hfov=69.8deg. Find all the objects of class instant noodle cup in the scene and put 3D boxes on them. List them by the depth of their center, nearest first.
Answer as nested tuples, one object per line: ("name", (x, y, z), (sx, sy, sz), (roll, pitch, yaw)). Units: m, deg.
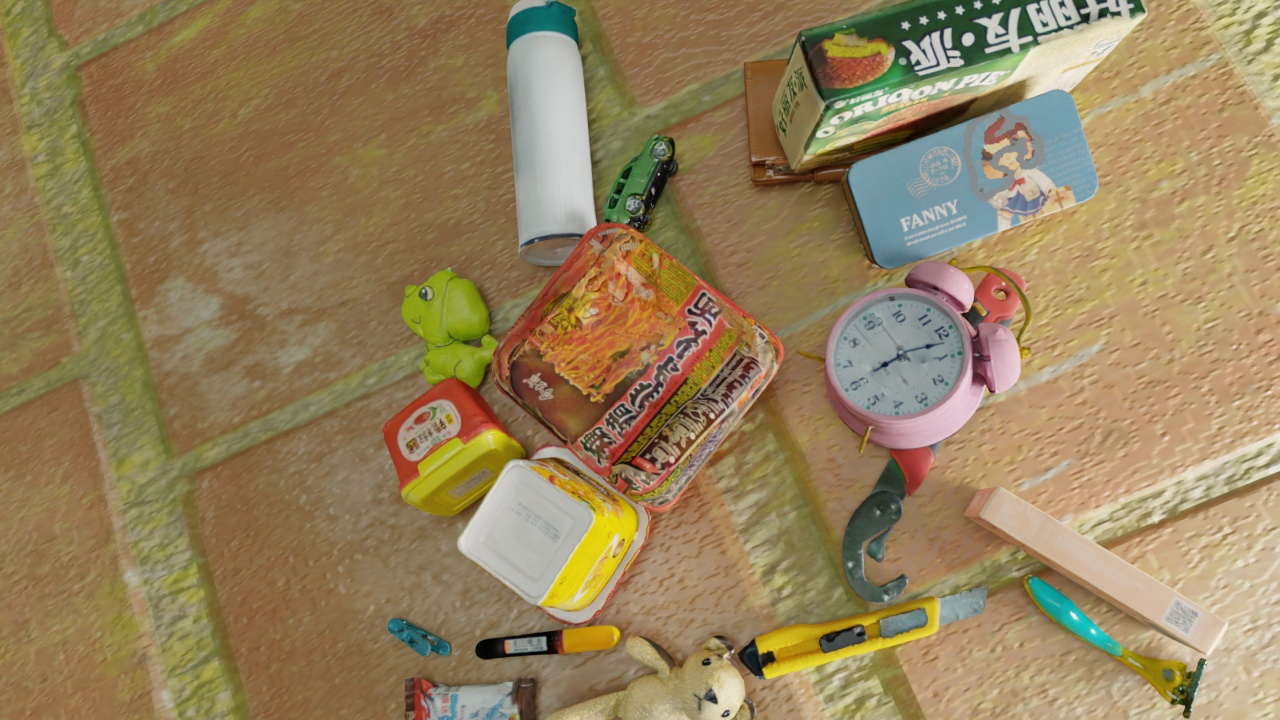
("instant noodle cup", (-0.067, 0.126, 0.675), (0.116, 0.123, 0.116), (32, 86, 15))
("instant noodle cup", (-0.004, 0.004, 0.710), (0.189, 0.079, 0.164), (39, 88, 14))

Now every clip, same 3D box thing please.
("clip", (-0.180, 0.221, 0.731), (0.055, 0.034, 0.013), (21, 82, 30))

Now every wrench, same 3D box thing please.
("wrench", (0.220, 0.052, 0.691), (0.056, 0.016, 0.273), (24, 84, 14))

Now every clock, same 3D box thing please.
("clock", (0.206, -0.008, 0.670), (0.158, 0.060, 0.117), (-33, 64, 9))

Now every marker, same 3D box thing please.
("marker", (-0.073, 0.218, 0.706), (0.124, 0.015, 0.018), (-12, 74, 20))

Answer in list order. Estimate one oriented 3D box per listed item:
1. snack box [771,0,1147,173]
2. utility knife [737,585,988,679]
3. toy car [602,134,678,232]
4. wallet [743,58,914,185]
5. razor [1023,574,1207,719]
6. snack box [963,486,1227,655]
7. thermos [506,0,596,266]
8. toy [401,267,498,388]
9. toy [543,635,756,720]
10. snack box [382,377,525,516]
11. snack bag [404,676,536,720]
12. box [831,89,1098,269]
("snack box", (0.223, -0.215, 0.670), (0.240, 0.114, 0.063), (-17, 80, -4))
("utility knife", (0.164, 0.197, 0.673), (0.190, 0.015, 0.033), (-18, 79, 7))
("toy car", (0.001, -0.144, 0.757), (0.036, 0.043, 0.091), (28, 85, 15))
("wallet", (0.152, -0.198, 0.744), (0.132, 0.031, 0.107), (-4, 79, 6))
("razor", (0.324, 0.191, 0.637), (0.132, 0.028, 0.043), (33, 63, 12))
("snack box", (0.301, 0.138, 0.623), (0.157, 0.084, 0.026), (32, 90, 15))
("thermos", (-0.078, -0.195, 0.772), (0.073, 0.073, 0.224), (-8, 77, 9))
("toy", (-0.158, -0.028, 0.771), (0.097, 0.031, 0.100), (7, 85, 12))
("toy", (0.003, 0.256, 0.666), (0.157, 0.066, 0.105), (-22, 81, -1))
("snack box", (-0.151, 0.068, 0.730), (0.091, 0.082, 0.080), (-36, 61, 1))
("snack bag", (-0.132, 0.268, 0.711), (0.104, 0.026, 0.048), (-1, 91, 11))
("box", (0.236, -0.131, 0.689), (0.184, 0.063, 0.090), (-22, 94, 5))
